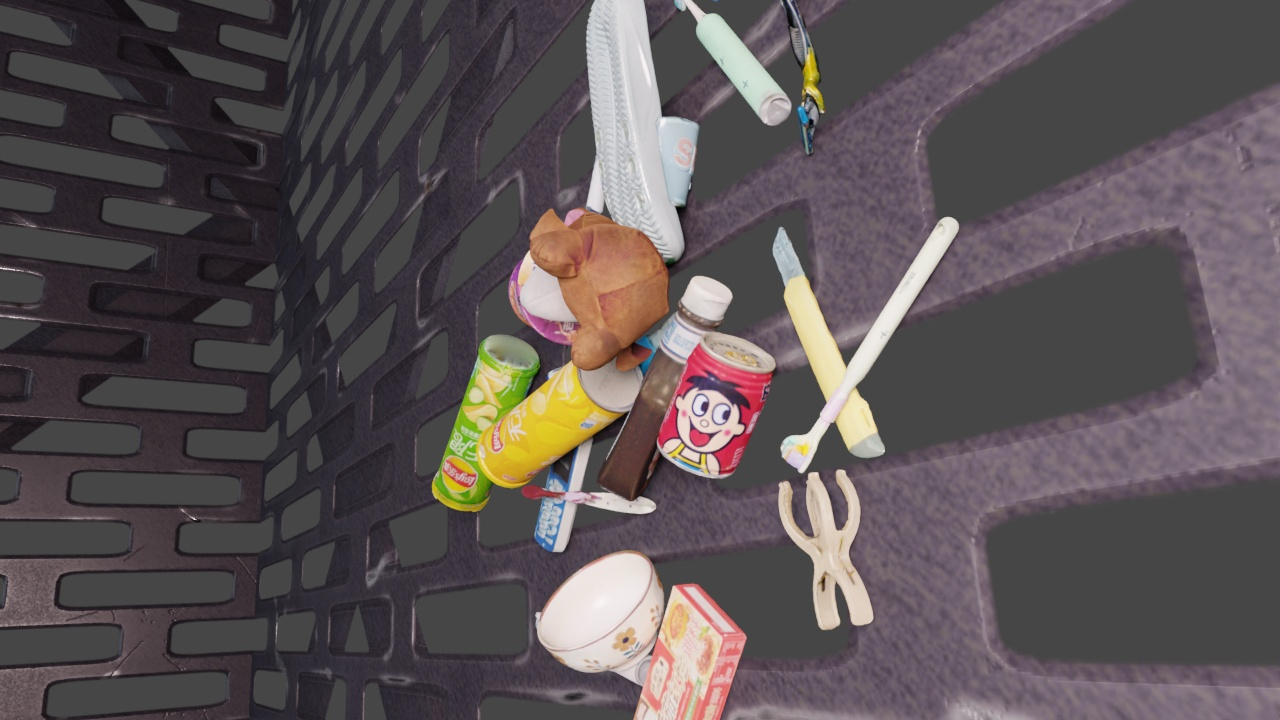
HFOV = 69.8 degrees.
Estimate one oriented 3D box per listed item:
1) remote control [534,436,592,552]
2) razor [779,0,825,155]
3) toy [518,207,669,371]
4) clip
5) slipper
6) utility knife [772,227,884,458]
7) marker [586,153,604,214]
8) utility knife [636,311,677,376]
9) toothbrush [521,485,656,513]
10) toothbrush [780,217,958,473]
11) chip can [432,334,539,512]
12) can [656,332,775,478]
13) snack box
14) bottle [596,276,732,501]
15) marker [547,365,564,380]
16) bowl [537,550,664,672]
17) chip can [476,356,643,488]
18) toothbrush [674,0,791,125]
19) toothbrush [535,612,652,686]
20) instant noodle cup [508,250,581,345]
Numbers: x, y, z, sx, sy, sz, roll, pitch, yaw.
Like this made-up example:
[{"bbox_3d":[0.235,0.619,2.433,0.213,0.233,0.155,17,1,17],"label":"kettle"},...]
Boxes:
[{"bbox_3d":[-0.078,0.132,0.940,0.049,0.024,0.125,20,97,58],"label":"remote control"},{"bbox_3d":[0.121,-0.224,0.682,0.043,0.022,0.142,59,-155,-64],"label":"razor"},{"bbox_3d":[-0.041,-0.063,0.766,0.199,0.130,0.140,-94,-13,-73],"label":"toy"},{"bbox_3d":[0.129,0.118,0.594,0.081,0.034,0.104,-49,50,44],"label":"clip"},{"bbox_3d":[0.006,-0.207,0.813,0.104,0.074,0.245,-172,71,-67],"label":"slipper"},{"bbox_3d":[0.124,-0.015,0.639,0.031,0.020,0.194,-45,54,39],"label":"utility knife"},{"bbox_3d":[-0.037,-0.213,0.944,0.022,0.018,0.131,-138,58,-77],"label":"marker"},{"bbox_3d":[-0.005,0.005,0.849,0.207,0.018,0.034,-45,60,46],"label":"utility knife"},{"bbox_3d":[-0.052,0.132,0.878,0.188,0.017,0.016,-3,77,45],"label":"toothbrush"},{"bbox_3d":[0.145,-0.008,0.586,0.190,0.020,0.029,-61,38,21],"label":"toothbrush"},{"bbox_3d":[-0.182,0.074,1.076,0.072,0.072,0.222,56,131,47],"label":"chip can"},{"bbox_3d":[0.058,0.033,0.693,0.066,0.066,0.094,48,124,51],"label":"can"},{"bbox_3d":[0.034,0.263,0.729,0.075,0.025,0.153,37,116,55],"label":"snack box"},{"bbox_3d":[0.021,0.022,0.755,0.195,0.044,0.079,-66,-6,26],"label":"bottle"},{"bbox_3d":[-0.058,0.006,0.938,0.146,0.016,0.017,-19,68,56],"label":"marker"},{"bbox_3d":[-0.024,0.222,0.780,0.062,0.113,0.114,56,155,-19],"label":"bowl"},{"bbox_3d":[-0.082,0.057,0.882,0.214,0.072,0.072,-37,54,46],"label":"chip can"},{"bbox_3d":[0.069,-0.265,0.769,0.027,0.026,0.224,96,157,-45],"label":"toothbrush"},{"bbox_3d":[-0.050,0.265,0.866,0.221,0.026,0.026,-3,72,58],"label":"toothbrush"},{"bbox_3d":[-0.079,-0.070,0.908,0.099,0.111,0.111,-177,93,-68],"label":"instant noodle cup"}]
